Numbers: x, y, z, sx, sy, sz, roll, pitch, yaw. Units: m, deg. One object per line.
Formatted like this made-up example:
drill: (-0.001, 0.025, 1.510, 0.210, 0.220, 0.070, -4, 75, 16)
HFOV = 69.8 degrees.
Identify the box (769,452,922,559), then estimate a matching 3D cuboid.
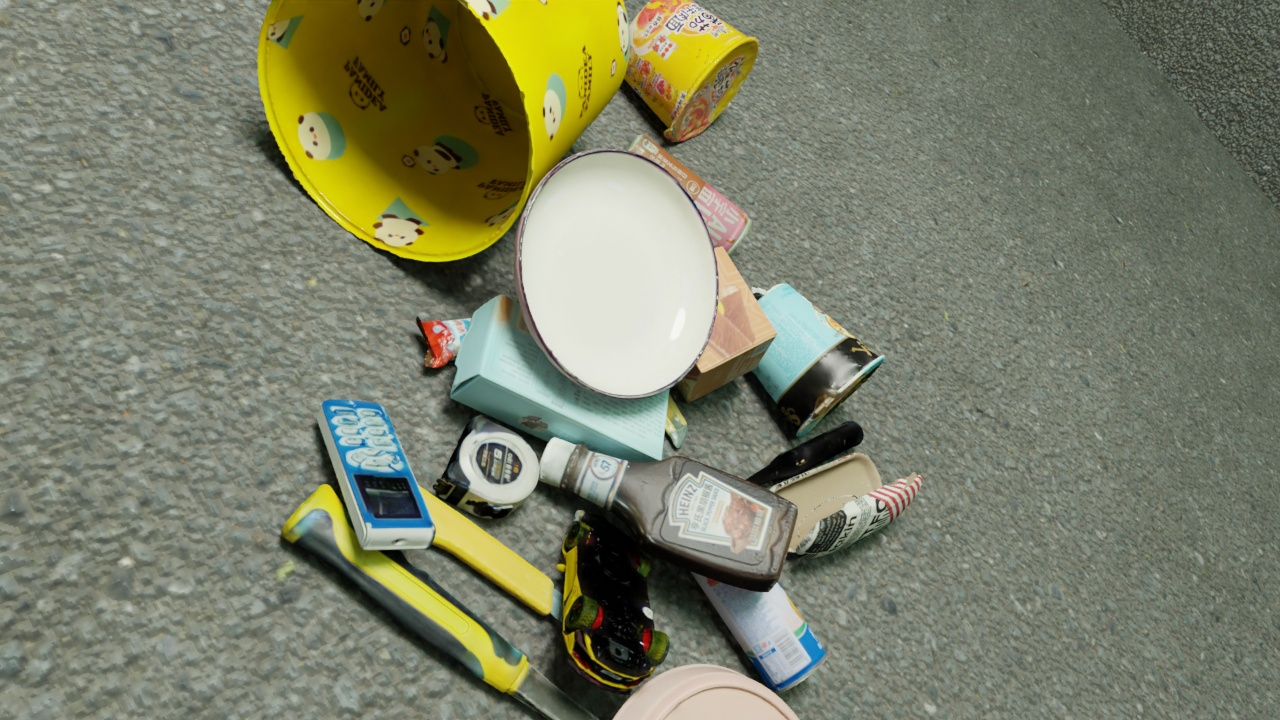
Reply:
box: (0.178, 0.125, 0.831, 0.162, 0.076, 0.088, -17, 48, -41)

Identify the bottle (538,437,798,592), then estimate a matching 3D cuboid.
bottle: (0.017, 0.108, 0.694, 0.195, 0.044, 0.079, 20, 58, 6)

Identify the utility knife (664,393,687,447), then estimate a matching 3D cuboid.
utility knife: (-0.005, 0.005, 0.822, 0.030, 0.018, 0.167, -19, 68, -48)

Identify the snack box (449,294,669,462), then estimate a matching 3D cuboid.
snack box: (-0.059, 0.023, 0.723, 0.174, 0.052, 0.074, 28, 53, -27)

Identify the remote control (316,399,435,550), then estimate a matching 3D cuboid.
remote control: (-0.179, 0.075, 0.613, 0.049, 0.024, 0.125, 8, 34, -41)

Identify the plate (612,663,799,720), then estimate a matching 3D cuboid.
plate: (0.058, 0.318, 0.603, 0.229, 0.028, 0.229, 20, 57, -34)

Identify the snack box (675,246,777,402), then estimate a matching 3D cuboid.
snack box: (0.056, -0.030, 0.814, 0.077, 0.093, 0.094, -27, 76, -13)

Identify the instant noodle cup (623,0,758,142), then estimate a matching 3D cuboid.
instant noodle cup: (0.045, -0.331, 1.015, 0.110, 0.138, 0.137, 43, 45, 9)

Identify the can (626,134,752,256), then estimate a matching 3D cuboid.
can: (0.041, -0.166, 0.940, 0.147, 0.058, 0.057, 36, 46, -9)

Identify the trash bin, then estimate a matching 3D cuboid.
trash bin: (-0.137, -0.241, 0.763, 0.229, 0.230, 0.254, 40, 40, -5)

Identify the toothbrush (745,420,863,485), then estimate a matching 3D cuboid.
toothbrush: (0.136, 0.096, 0.845, 0.212, 0.027, 0.026, -18, 86, -40)

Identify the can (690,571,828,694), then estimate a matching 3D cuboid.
can: (0.087, 0.190, 0.724, 0.053, 0.053, 0.134, -25, 76, -43)

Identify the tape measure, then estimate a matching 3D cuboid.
tape measure: (-0.110, 0.083, 0.676, 0.066, 0.034, 0.065, 31, 48, -10)

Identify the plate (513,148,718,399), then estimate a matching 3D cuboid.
plate: (-0.021, -0.065, 0.711, 0.192, 0.039, 0.192, 4, 84, -38)

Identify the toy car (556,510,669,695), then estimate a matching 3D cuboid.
toy car: (-0.023, 0.167, 0.651, 0.071, 0.041, 0.155, 31, 20, -19)

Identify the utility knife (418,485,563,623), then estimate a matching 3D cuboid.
utility knife: (-0.101, 0.147, 0.649, 0.209, 0.015, 0.033, 37, 45, -7)

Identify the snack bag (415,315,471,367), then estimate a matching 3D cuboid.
snack bag: (-0.133, -0.019, 0.737, 0.105, 0.026, 0.045, -11, 63, -42)

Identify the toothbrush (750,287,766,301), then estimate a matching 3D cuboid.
toothbrush: (0.059, -0.092, 0.931, 0.181, 0.016, 0.018, 20, 44, -23)

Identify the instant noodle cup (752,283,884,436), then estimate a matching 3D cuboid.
instant noodle cup: (0.151, -0.007, 0.878, 0.120, 0.111, 0.111, 48, 45, 14)

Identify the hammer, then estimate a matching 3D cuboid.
hammer: (-0.097, 0.199, 0.605, 0.323, 0.032, 0.125, 39, 45, -6)
